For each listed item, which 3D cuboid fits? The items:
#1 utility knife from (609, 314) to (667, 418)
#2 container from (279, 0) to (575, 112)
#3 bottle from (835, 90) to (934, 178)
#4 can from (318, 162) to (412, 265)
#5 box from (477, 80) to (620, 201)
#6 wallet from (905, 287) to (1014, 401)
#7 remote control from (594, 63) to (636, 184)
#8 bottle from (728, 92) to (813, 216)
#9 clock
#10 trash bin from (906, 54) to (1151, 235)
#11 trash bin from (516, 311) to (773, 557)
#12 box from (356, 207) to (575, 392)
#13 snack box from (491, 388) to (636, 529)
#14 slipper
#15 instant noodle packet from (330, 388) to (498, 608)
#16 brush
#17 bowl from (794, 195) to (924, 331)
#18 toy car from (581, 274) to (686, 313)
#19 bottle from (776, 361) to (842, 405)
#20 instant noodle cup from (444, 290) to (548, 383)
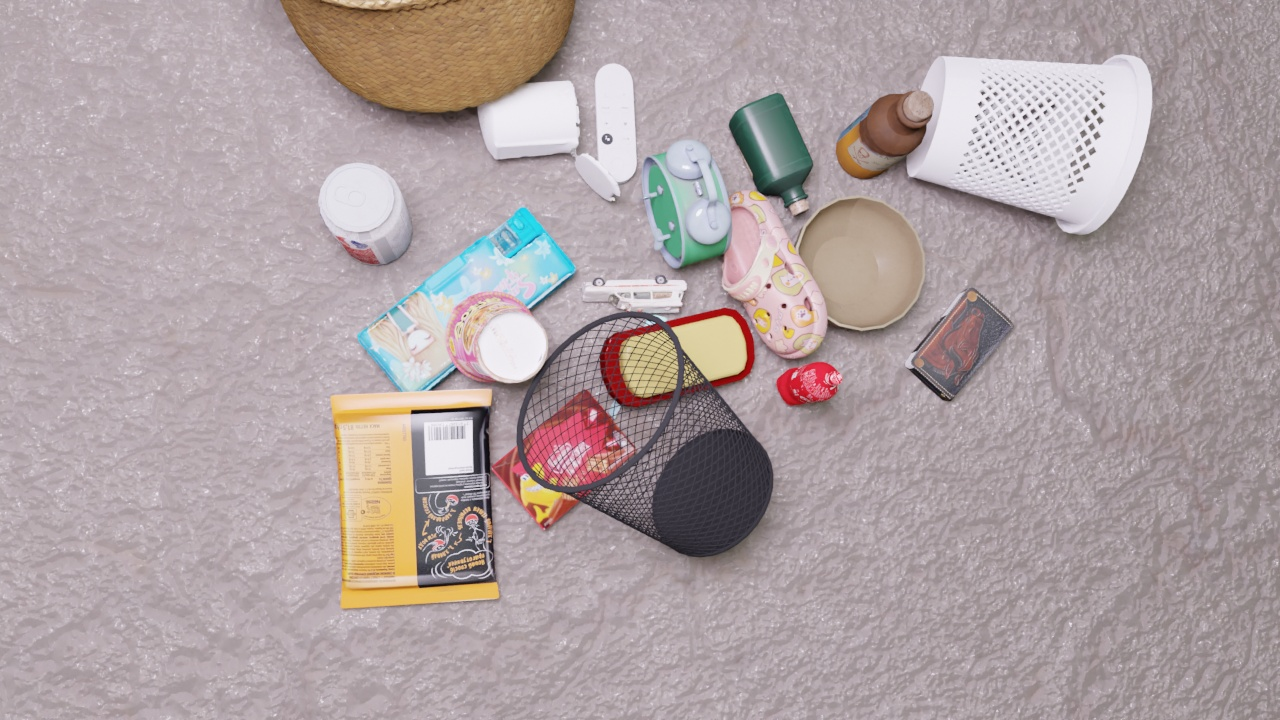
[{"bbox_3d":[-0.006,0.006,1.013,0.022,0.015,0.126,27,85,-12],"label":"utility knife"},{"bbox_3d":[-0.211,-0.396,0.898,0.307,0.197,0.306,0,66,0],"label":"container"},{"bbox_3d":[0.273,-0.253,1.005,0.068,0.157,0.068,1,85,-9],"label":"bottle"},{"bbox_3d":[-0.274,-0.146,0.922,0.078,0.136,0.078,1,85,-9],"label":"can"},{"bbox_3d":[-0.098,-0.231,0.989,0.140,0.083,0.141,-9,81,-10],"label":"box"},{"bbox_3d":[0.372,-0.019,1.069,0.072,0.019,0.123,42,80,1],"label":"wallet"},{"bbox_3d":[-0.028,-0.267,1.034,0.043,0.013,0.136,-2,85,-9],"label":"remote control"},{"bbox_3d":[0.154,-0.226,1.033,0.061,0.061,0.131,-24,89,-8],"label":"bottle"},{"bbox_3d":[0.048,-0.166,0.961,0.075,0.162,0.122,-17,87,-11],"label":"clock"},{"bbox_3d":[0.417,-0.254,1.024,0.199,0.195,0.195,10,83,2],"label":"trash bin"},{"bbox_3d":[0.018,0.086,0.894,0.210,0.184,0.184,42,78,-41],"label":"trash bin"},{"bbox_3d":[-0.183,-0.061,0.977,0.226,0.041,0.094,-40,93,-10],"label":"box"},{"bbox_3d":[-0.082,0.106,0.988,0.133,0.021,0.089,-41,92,-10],"label":"snack box"},{"bbox_3d":[0.125,-0.089,0.996,0.081,0.093,0.197,-16,78,-36],"label":"slipper"},{"bbox_3d":[-0.232,0.142,0.946,0.160,0.032,0.221,-2,93,-7],"label":"instant noodle packet"},{"bbox_3d":[0.044,-0.004,0.995,0.173,0.042,0.082,-14,92,-16],"label":"brush"},{"bbox_3d":[0.241,-0.106,1.041,0.152,0.050,0.152,1,85,-9],"label":"bowl"},{"bbox_3d":[-0.007,-0.069,1.005,0.113,0.039,0.039,-3,74,-9],"label":"toy car"},{"bbox_3d":[0.182,0.024,0.974,0.042,0.142,0.042,1,85,-9],"label":"bottle"},{"bbox_3d":[-0.138,-0.018,0.913,0.097,0.109,0.098,-3,98,-20],"label":"instant noodle cup"}]
